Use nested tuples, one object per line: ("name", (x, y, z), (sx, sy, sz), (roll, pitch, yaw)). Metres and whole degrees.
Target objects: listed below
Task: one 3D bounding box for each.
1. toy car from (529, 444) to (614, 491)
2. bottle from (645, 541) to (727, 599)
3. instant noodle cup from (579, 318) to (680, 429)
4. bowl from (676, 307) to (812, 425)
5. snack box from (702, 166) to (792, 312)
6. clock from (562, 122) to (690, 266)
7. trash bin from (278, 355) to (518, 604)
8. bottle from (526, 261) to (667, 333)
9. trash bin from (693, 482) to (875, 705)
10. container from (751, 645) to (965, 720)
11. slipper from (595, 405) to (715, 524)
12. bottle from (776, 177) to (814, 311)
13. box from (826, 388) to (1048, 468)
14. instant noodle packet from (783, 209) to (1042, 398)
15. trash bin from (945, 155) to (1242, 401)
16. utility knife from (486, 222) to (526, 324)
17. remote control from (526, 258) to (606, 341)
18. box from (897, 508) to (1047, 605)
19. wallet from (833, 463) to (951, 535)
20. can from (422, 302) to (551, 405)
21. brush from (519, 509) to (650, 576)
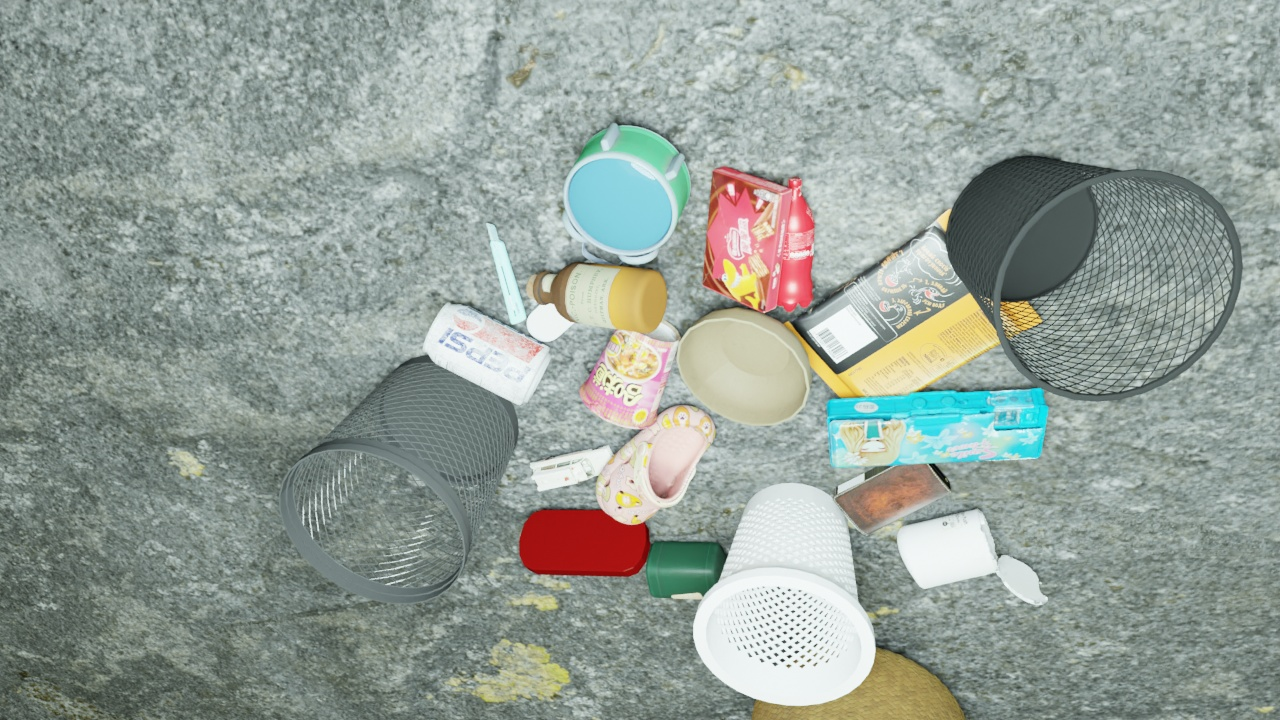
("toy car", (-0.086, 0.140, 1.170), (0.113, 0.039, 0.039), (-14, 116, 21))
("bottle", (0.078, 0.274, 1.195), (0.131, 0.061, 0.061), (-2, 122, 15))
("instant noodle cup", (-0.006, 0.006, 1.045), (0.097, 0.097, 0.109), (24, 115, 0))
("bowl", (0.120, 0.000, 1.015), (0.152, 0.050, 0.153), (17, 136, 17))
("snack box", (0.108, -0.125, 0.951), (0.089, 0.021, 0.133), (28, 129, 35))
("clock", (-0.019, -0.162, 0.958), (0.122, 0.075, 0.162), (24, 135, -2))
("trash bin", (-0.271, 0.130, 1.099), (0.218, 0.226, 0.218), (6, 121, 10))
("bottle", (-0.054, -0.072, 0.997), (0.157, 0.067, 0.068), (10, 123, 28))
("trash bin", (0.175, 0.258, 1.079), (0.195, 0.199, 0.196), (6, 121, 10))
("container", (0.284, 0.526, 1.216), (0.307, 0.196, 0.308), (6, 123, 9))
("slipper", (0.017, 0.139, 1.111), (0.093, 0.081, 0.198), (25, 121, -20))
("bottle", (0.159, -0.120, 0.951), (0.042, 0.041, 0.142), (3, 120, 12))
("box", (0.322, 0.078, 1.011), (0.227, 0.041, 0.094), (-4, 137, 12))
("instant noodle packet", (0.281, -0.037, 0.975), (0.221, 0.032, 0.160), (-36, 108, 29))
("trash bin", (0.368, -0.090, 0.800), (0.184, 0.209, 0.184), (1, 111, 2))
("utility knife", (-0.156, -0.101, 1.061), (0.022, 0.015, 0.126), (-4, 116, 18))
("remote control", (-0.081, -0.069, 1.060), (0.043, 0.013, 0.137), (43, 121, -13))
("box", (0.394, 0.243, 1.089), (0.140, 0.083, 0.141), (-21, 107, 23))
("wallet", (0.299, 0.157, 1.094), (0.123, 0.019, 0.072), (-35, 107, 29))
("can", (-0.180, -0.009, 1.082), (0.136, 0.078, 0.078), (27, 123, -3))
("brush", (-0.072, 0.243, 1.207), (0.173, 0.082, 0.042), (-2, 150, 16))
